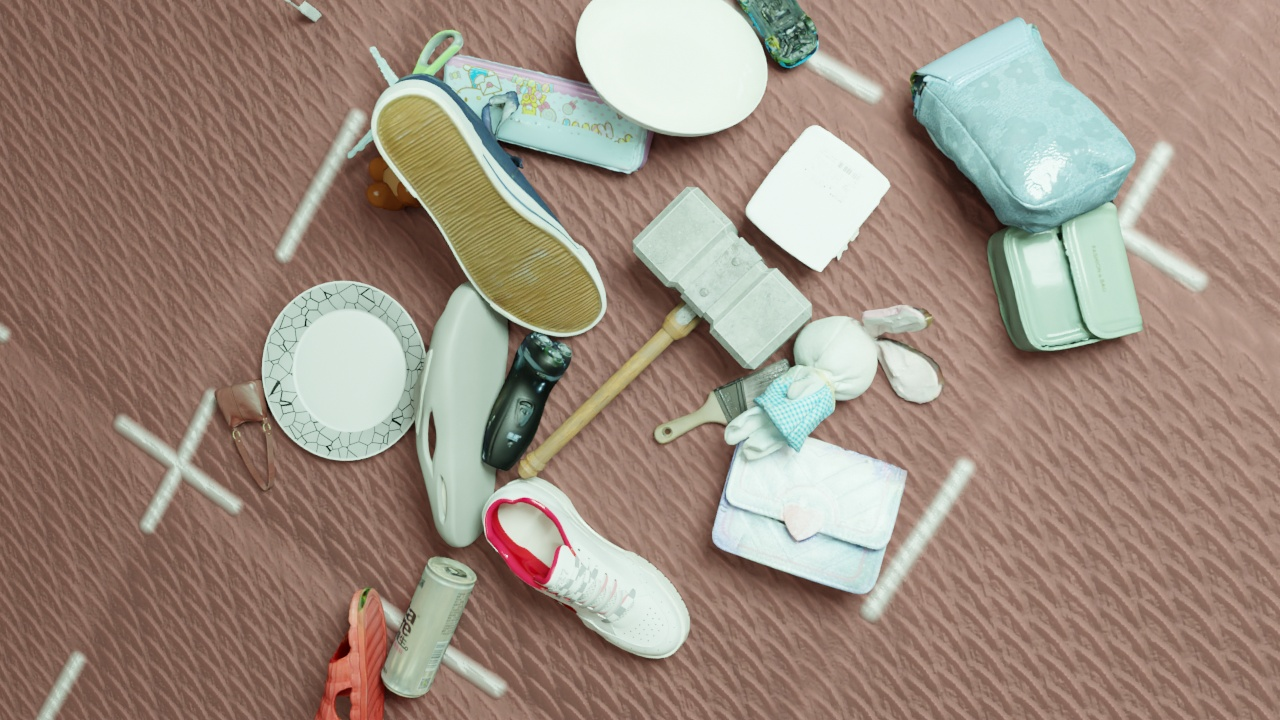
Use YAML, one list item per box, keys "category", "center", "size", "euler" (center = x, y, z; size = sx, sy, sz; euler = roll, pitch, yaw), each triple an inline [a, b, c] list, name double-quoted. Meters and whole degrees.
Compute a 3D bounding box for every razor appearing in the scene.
- category: "razor"
  center: [-0.114, 0.042, 0.907]
  size: [0.053, 0.064, 0.140]
  euler: [25, 82, -20]

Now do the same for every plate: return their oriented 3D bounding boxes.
- category: "plate"
  center: [0.027, -0.278, 0.861]
  size: [0.182, 0.034, 0.182]
  euler: [5, 64, -11]
- category: "plate"
  center: [-0.312, 0.011, 0.976]
  size: [0.189, 0.016, 0.188]
  euler: [0, 91, 11]

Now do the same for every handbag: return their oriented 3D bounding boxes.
- category: "handbag"
  center: [0.325, -0.195, 0.793]
  size: [0.122, 0.118, 0.191]
  euler: [-29, 66, 1]
- category: "handbag"
  center: [0.156, 0.136, 0.863]
  size: [0.159, 0.069, 0.126]
  euler: [18, 93, 13]
- category: "handbag"
  center: [0.376, -0.074, 0.814]
  size: [0.106, 0.067, 0.122]
  euler: [-14, 88, 10]
- category: "handbag"
  center: [-0.422, 0.083, 0.997]
  size: [0.055, 0.029, 0.119]
  euler: [-14, 94, 13]

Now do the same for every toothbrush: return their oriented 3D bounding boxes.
- category: "toothbrush"
  center: [-0.354, -0.364, 0.892]
  size: [0.010, 0.181, 0.010]
  euler: [-44, 89, 5]

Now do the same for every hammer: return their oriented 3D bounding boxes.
- category: "hammer"
  center: [-0.005, 0.005, 0.881]
  size: [0.318, 0.083, 0.162]
  euler: [-44, 83, 9]

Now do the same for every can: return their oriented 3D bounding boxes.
- category: "can"
  center: [-0.219, 0.275, 0.945]
  size: [0.054, 0.054, 0.136]
  euler: [24, 96, 10]

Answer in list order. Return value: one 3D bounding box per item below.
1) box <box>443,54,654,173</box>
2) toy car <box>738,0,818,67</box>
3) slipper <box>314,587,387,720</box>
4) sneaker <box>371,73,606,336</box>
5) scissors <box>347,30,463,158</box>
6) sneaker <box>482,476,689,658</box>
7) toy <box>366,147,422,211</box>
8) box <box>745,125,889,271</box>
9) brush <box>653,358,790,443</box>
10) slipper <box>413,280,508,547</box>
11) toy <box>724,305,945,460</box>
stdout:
- category: "box"
  center: [-0.093, -0.244, 0.910]
  size: [0.214, 0.065, 0.078]
  euler: [16, 107, 10]
- category: "toy car"
  center: [0.131, -0.327, 0.873]
  size: [0.048, 0.032, 0.105]
  euler: [-31, 80, 11]
- category: "slipper"
  center: [-0.299, 0.358, 0.939]
  size: [0.059, 0.103, 0.249]
  euler: [2, 94, -3]
- category: "sneaker"
  center: [-0.130, -0.153, 0.876]
  size: [0.121, 0.127, 0.294]
  euler: [-30, 119, 14]
- category: "scissors"
  center: [-0.234, -0.256, 0.904]
  size: [0.172, 0.021, 0.172]
  euler: [-42, 67, 19]
- category: "sneaker"
  center: [-0.059, 0.209, 0.886]
  size: [0.236, 0.104, 0.090]
  euler: [42, 98, 7]
- category: "toy"
  center: [-0.238, -0.217, 0.934]
  size: [0.095, 0.065, 0.127]
  euler: [-1, 86, 19]
- category: "box"
  center: [0.167, -0.151, 0.870]
  size: [0.102, 0.091, 0.107]
  euler: [38, 102, 0]
- category: "brush"
  center: [0.081, 0.045, 0.901]
  size: [0.151, 0.012, 0.039]
  euler: [-24, 87, 11]
- category: "slipper"
  center: [-0.193, 0.051, 0.917]
  size: [0.081, 0.112, 0.266]
  euler: [6, 98, 22]
- category: "toy"
  center: [0.165, 0.020, 0.848]
  size: [0.205, 0.131, 0.105]
  euler: [-33, 41, 0]
